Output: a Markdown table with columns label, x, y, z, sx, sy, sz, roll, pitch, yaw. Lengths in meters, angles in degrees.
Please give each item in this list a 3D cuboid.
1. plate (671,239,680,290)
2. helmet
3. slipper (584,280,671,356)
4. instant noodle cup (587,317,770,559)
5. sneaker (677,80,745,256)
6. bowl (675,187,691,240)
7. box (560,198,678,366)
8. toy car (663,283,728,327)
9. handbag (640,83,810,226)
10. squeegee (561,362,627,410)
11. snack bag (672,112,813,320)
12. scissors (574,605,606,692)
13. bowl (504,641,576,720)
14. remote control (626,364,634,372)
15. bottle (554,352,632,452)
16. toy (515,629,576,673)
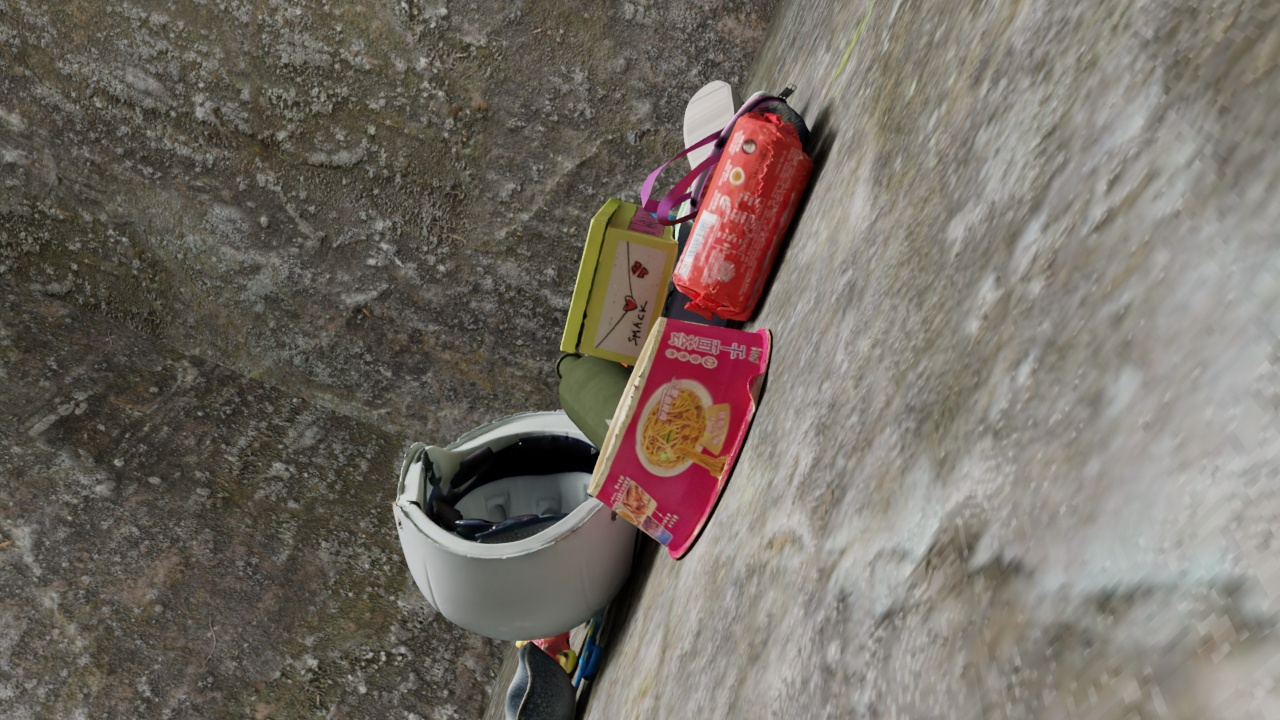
| label | x | y | z | sx | sy | sz | roll | pitch | yaw |
| --- | --- | --- | --- | --- | --- | --- | --- | --- | --- |
| plate | 0.055 | -0.075 | 1.017 | 0.157 | 0.014 | 0.157 | 3 | -91 | -77 |
| helmet | -0.103 | 0.158 | 0.869 | 0.263 | 0.236 | 0.164 | -91 | -3 | -69 |
| slipper | -0.037 | 0.000 | 1.250 | 0.268 | 0.083 | 0.110 | -59 | -30 | 1 |
| instant noodle cup | 0.021 | 0.045 | 0.658 | 0.178 | 0.077 | 0.178 | -162 | 94 | -87 |
| sneaker | 0.099 | -0.173 | 0.965 | 0.099 | 0.089 | 0.236 | -13 | 69 | 46 |
| bowl | 0.084 | -0.171 | 1.146 | 0.151 | 0.077 | 0.151 | -164 | 96 | -88 |
| box | -0.015 | -0.081 | 0.872 | 0.220 | 0.082 | 0.124 | -87 | 11 | -73 |
| toy car | 0.040 | -0.005 | 0.851 | 0.054 | 0.056 | 0.154 | -99 | 23 | -57 |
| handbag | 0.067 | -0.168 | 0.809 | 0.169 | 0.068 | 0.145 | -32 | -22 | -39 |
| squeegee | -0.046 | 0.033 | 1.112 | 0.185 | 0.055 | 0.249 | -37 | -8 | -1 |
| snack bag | 0.085 | -0.114 | 0.743 | 0.082 | 0.082 | 0.176 | -91 | 23 | -83 |
| scissors | -0.048 | 0.271 | 0.863 | 0.126 | 0.014 | 0.130 | 116 | 175 | -63 |
| bowl | -0.089 | 0.310 | 0.814 | 0.110 | 0.055 | 0.110 | -168 | 91 | -80 |
| remote control | -0.006 | 0.006 | 0.952 | 0.136 | 0.015 | 0.032 | -75 | 0 | -74 |
| bottle | -0.030 | 0.038 | 0.835 | 0.207 | 0.071 | 0.071 | 38 | 108 | 59 |
| toy | -0.108 | 0.344 | 0.997 | 0.105 | 0.067 | 0.138 | -83 | 5 | -53 |
